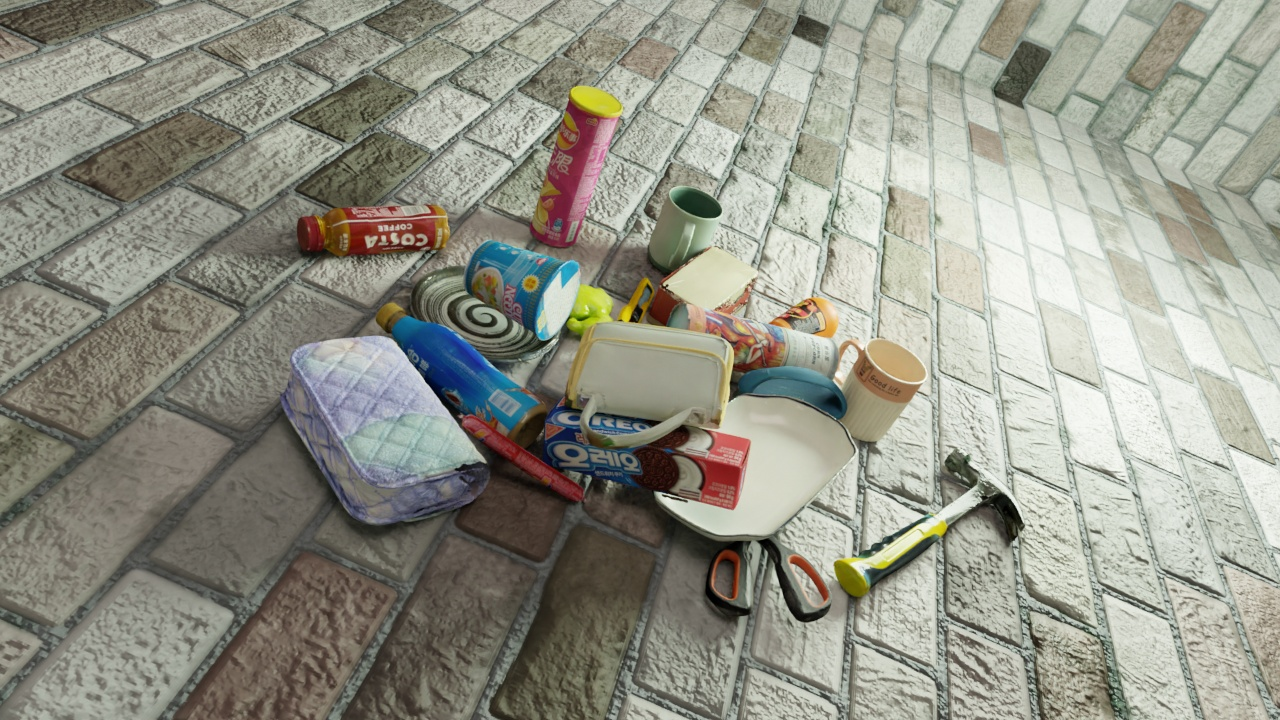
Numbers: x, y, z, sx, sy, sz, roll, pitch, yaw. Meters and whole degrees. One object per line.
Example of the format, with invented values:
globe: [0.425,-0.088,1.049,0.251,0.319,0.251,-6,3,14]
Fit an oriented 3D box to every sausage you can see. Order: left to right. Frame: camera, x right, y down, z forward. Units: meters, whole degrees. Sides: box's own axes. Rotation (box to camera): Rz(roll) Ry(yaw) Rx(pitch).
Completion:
sausage: [-0.116,0.098,0.904,0.156,0.020,0.020,36,34,-14]

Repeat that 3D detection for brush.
brush: [0.189,0.041,1.122,0.143,0.074,0.055,13,41,-13]

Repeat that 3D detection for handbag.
handbag: [-0.244,0.063,0.866,0.134,0.076,0.194,-11,49,-43]
handbag: [0.007,0.029,0.929,0.163,0.063,0.178,8,33,6]

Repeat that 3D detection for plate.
plate: [-0.183,-0.051,1.083,0.179,0.024,0.179,14,36,-11]
plate: [0.122,0.117,0.994,0.162,0.034,0.264,26,38,28]

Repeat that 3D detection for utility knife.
utility knife: [-0.003,-0.073,1.195,0.033,0.015,0.167,54,28,-18]

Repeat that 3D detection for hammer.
hammer: [0.331,0.192,1.044,0.322,0.032,0.126,-18,51,-42]

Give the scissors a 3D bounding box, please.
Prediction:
scissors: [0.128,0.186,0.949,0.198,0.022,0.226,24,36,16]

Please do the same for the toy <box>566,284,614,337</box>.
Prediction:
toy: [-0.064,-0.061,1.150,0.096,0.031,0.100,-17,56,-45]

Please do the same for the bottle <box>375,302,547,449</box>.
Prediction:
bottle: [-0.195,0.011,0.963,0.219,0.065,0.065,36,38,19]

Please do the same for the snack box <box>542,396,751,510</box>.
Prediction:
snack box: [0.004,0.093,0.930,0.207,0.058,0.057,12,31,12]

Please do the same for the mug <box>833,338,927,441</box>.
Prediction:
mug: [0.287,0.029,1.161,0.081,0.106,0.114,-15,51,-40]

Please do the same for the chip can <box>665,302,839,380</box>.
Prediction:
chip can: [0.139,-0.016,1.150,0.214,0.071,0.071,12,38,-20]

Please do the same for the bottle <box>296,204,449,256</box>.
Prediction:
bottle: [-0.322,-0.158,1.111,0.174,0.058,0.057,-9,47,-36]

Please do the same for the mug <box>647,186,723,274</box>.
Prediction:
mug: [0.059,-0.172,1.290,0.082,0.107,0.111,19,36,-7]

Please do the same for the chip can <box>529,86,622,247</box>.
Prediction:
chip can: [-0.090,-0.255,1.227,0.071,0.211,0.071,15,38,-12]

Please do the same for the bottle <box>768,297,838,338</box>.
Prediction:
bottle: [0.204,-0.039,1.246,0.149,0.067,0.067,-23,56,-36]

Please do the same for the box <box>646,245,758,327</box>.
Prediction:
box: [0.091,-0.094,1.235,0.091,0.077,0.167,33,38,14]

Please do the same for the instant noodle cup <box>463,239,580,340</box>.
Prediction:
instant noodle cup: [-0.140,-0.088,1.060,0.110,0.099,0.099,23,35,16]
